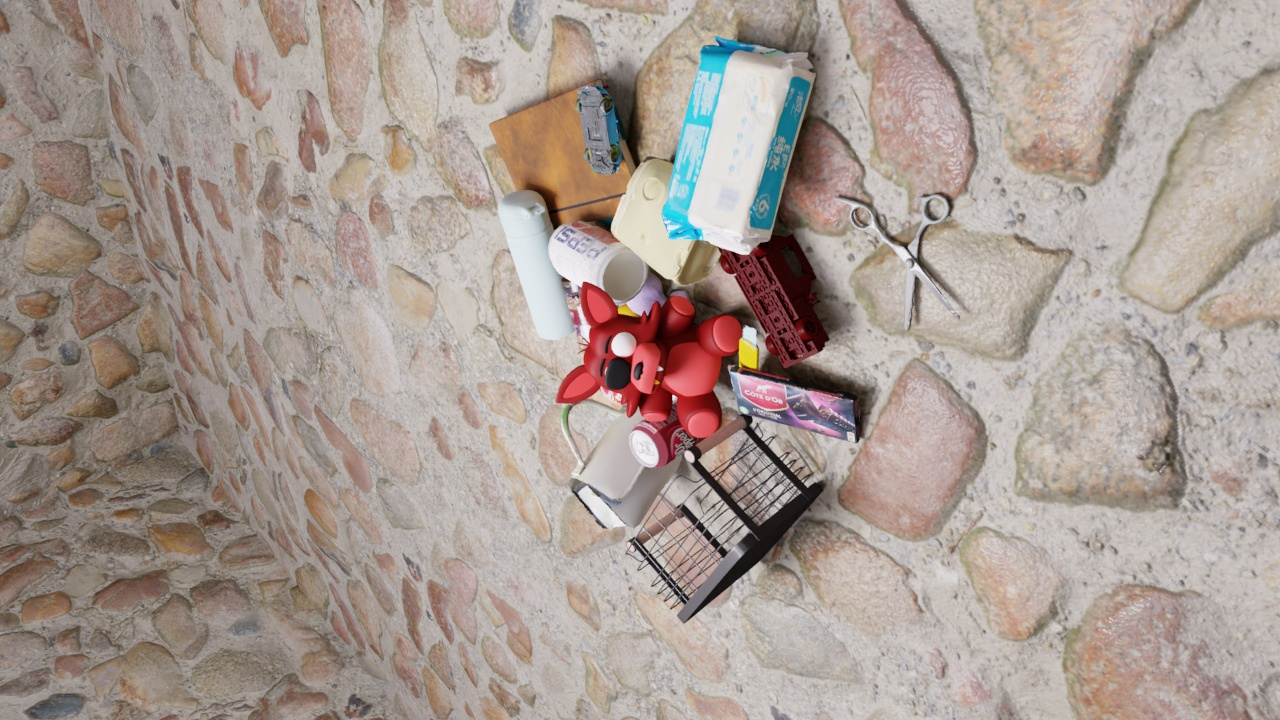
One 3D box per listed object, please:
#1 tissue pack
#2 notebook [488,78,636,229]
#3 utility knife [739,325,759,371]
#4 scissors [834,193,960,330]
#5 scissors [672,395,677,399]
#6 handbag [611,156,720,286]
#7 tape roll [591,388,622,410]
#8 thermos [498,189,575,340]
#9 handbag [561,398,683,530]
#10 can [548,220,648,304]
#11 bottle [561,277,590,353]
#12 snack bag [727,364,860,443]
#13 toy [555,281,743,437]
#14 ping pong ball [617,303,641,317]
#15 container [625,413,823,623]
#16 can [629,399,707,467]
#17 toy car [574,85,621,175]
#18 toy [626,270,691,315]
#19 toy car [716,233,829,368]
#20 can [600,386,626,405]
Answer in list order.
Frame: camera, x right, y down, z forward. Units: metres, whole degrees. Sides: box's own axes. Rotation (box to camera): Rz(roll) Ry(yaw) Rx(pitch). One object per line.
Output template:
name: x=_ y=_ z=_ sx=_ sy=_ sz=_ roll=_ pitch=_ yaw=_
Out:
tissue pack: x=0.094 y=-0.212 z=0.924 sx=0.117 sy=0.066 sz=0.209 roll=24 pitch=105 yaw=37
notebook: x=-0.089 y=-0.248 z=1.181 sx=0.250 sy=0.014 sz=0.178 roll=-2 pitch=117 yaw=49
utility knife: x=0.127 y=0.011 z=1.067 sx=0.030 sy=0.017 sz=0.175 roll=30 pitch=159 yaw=22
scissors: x=0.252 y=-0.107 z=0.897 sx=0.171 sy=0.014 sz=0.142 roll=38 pitch=134 yaw=28
scissors: x=0.012 y=0.000 z=1.240 sx=0.074 sy=0.012 sz=0.131 roll=-22 pitch=93 yaw=49
handbag: x=0.036 y=-0.163 z=1.056 sx=0.119 sy=0.081 sz=0.111 roll=41 pitch=126 yaw=28
tape roll: x=-0.040 y=0.027 z=1.303 sx=0.094 sy=0.027 sz=0.094 roll=27 pitch=131 yaw=36
thermos: x=-0.139 y=-0.132 z=1.265 sx=0.078 sy=0.065 sz=0.207 roll=25 pitch=139 yaw=48
handbag: x=-0.036 y=0.120 z=1.225 sx=0.176 sy=0.150 sz=0.074 roll=49 pitch=146 yaw=-17
can: x=-0.056 y=-0.126 z=1.156 sx=0.136 sy=0.078 sz=0.078 roll=34 pitch=136 yaw=49
bottle: x=-0.068 y=-0.067 z=1.254 sx=0.056 sy=0.056 sz=0.105 roll=6 pitch=117 yaw=47
snack bag: x=0.175 y=0.049 z=1.043 sx=0.155 sy=0.018 sz=0.075 roll=14 pitch=141 yaw=31
toy: x=0.011 y=-0.001 z=1.096 sx=0.120 sy=0.197 sz=0.158 roll=-111 pitch=34 yaw=-70
ping pong ball: x=-0.015 y=-0.055 z=1.212 sx=0.040 sy=0.040 sz=0.040 roll=28 pitch=131 yaw=36
container: x=0.095 y=0.197 z=1.145 sx=0.130 sy=0.162 sz=0.242 roll=47 pitch=140 yaw=18
can: x=0.043 y=0.089 z=1.176 sx=0.063 sy=0.113 sz=0.063 roll=28 pitch=131 yaw=36
toy car: x=-0.045 y=-0.270 z=1.072 sx=0.048 sy=0.032 sz=0.105 roll=16 pitch=127 yaw=41
toy: x=0.023 y=-0.074 z=1.164 sx=0.099 sy=0.036 sz=0.080 roll=50 pitch=131 yaw=10
toy car: x=0.146 y=-0.082 z=0.993 sx=0.070 sy=0.061 sz=0.170 roll=-30 pitch=89 yaw=53
can: x=-0.007 y=0.007 z=1.206 sx=0.064 sy=0.064 sz=0.105 roll=49 pitch=128 yaw=16
